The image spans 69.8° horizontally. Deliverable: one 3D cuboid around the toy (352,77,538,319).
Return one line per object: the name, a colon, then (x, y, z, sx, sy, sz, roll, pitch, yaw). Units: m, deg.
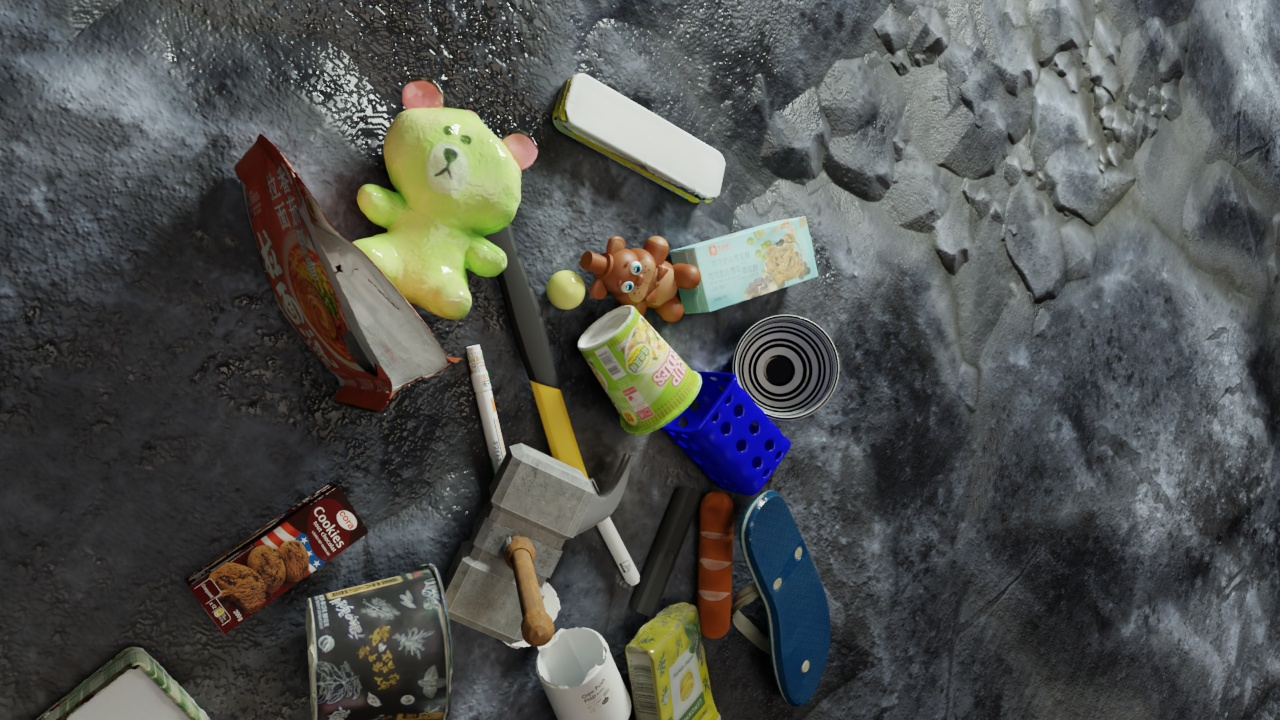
toy: (-0.182, -0.139, 0.840, 0.150, 0.107, 0.196, 24, 68, -8)

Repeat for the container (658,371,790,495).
container: (0.093, 0.081, 1.017, 0.113, 0.085, 0.085, 47, 69, -24)

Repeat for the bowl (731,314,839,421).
bowl: (0.164, 0.010, 1.063, 0.120, 0.066, 0.120, 0, 86, 2)

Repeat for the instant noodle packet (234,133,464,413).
instant noodle packet: (-0.256, -0.074, 0.751, 0.083, 0.165, 0.221, -35, 108, -25)

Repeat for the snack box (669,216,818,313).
snack box: (0.120, -0.110, 1.050, 0.174, 0.053, 0.075, -19, 100, -31)

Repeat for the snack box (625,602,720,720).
snack box: (0.039, 0.363, 0.982, 0.121, 0.045, 0.181, -20, 102, -59)

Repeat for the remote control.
remote control: (0.029, 0.212, 1.019, 0.033, 0.015, 0.146, 30, 75, -28)

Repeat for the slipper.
slipper: (0.159, 0.274, 1.071, 0.118, 0.060, 0.295, -38, 122, -33)

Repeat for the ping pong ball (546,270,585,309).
ping pong ball: (-0.076, -0.072, 0.935, 0.040, 0.040, 0.040, 0, 91, -32)

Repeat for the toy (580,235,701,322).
toy: (-0.003, -0.087, 0.957, 0.127, 0.065, 0.095, 14, 101, -42)

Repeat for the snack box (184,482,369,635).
snack box: (-0.313, 0.169, 0.796, 0.140, 0.032, 0.051, -36, 108, -26)

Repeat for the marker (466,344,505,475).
marker: (-0.149, 0.057, 0.905, 0.017, 0.017, 0.145, -16, 99, -31)

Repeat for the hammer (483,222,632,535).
hammer: (-0.098, 0.018, 0.921, 0.127, 0.029, 0.323, -18, 97, -15)

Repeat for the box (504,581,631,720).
box: (-0.079, 0.302, 0.925, 0.084, 0.126, 0.156, -32, 126, -24)

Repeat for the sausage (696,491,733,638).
sausage: (0.084, 0.230, 1.037, 0.039, 0.044, 0.164, 2, 90, 5)

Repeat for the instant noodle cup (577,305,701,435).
instant noodle cup: (-0.006, 0.006, 0.945, 0.098, 0.099, 0.108, -46, 113, -23)

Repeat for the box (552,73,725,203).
box: (0.004, -0.235, 0.986, 0.209, 0.037, 0.064, 22, 77, -30)

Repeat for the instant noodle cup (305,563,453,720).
instant noodle cup: (-0.231, 0.253, 0.798, 0.112, 0.137, 0.137, -3, 92, -22)

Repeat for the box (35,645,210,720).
box: (-0.391, 0.342, 0.742, 0.117, 0.051, 0.205, -41, 110, -22)

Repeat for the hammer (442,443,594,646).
hammer: (-0.095, 0.173, 0.748, 0.083, 0.318, 0.162, 26, 87, -10)

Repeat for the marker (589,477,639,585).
marker: (-0.032, 0.184, 0.979, 0.020, 0.017, 0.133, -26, 106, -3)
